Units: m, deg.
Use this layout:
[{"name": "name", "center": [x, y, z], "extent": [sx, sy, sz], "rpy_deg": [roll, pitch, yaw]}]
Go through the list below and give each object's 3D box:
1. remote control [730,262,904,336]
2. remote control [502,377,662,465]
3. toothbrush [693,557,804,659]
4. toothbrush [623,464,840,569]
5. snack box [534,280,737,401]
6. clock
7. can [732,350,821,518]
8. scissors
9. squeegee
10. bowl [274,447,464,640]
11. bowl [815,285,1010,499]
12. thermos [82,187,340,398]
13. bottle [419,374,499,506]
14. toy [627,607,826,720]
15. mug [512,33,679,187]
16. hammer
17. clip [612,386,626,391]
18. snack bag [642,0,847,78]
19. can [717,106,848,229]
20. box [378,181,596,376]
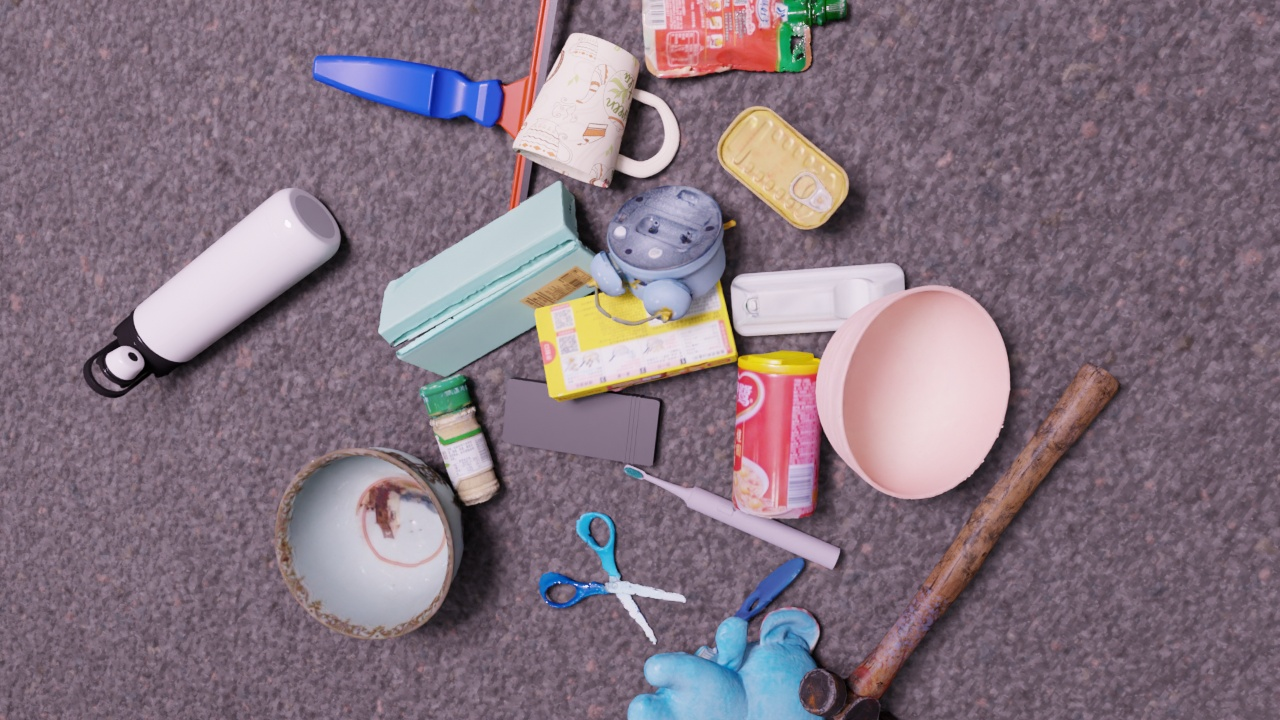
[{"name": "remote control", "center": [0.138, -0.047, 0.717], "extent": [0.133, 0.022, 0.050], "rpy_deg": [-3, 96, 13]}, {"name": "remote control", "center": [-0.050, 0.051, 0.776], "extent": [0.133, 0.013, 0.058], "rpy_deg": [9, 99, 12]}, {"name": "toothbrush", "center": [0.089, 0.210, 0.763], "extent": [0.016, 0.021, 0.132], "rpy_deg": [32, 106, -29]}, {"name": "toothbrush", "center": [0.072, 0.125, 0.755], "extent": [0.188, 0.019, 0.018], "rpy_deg": [22, 103, 9]}, {"name": "snack box", "center": [-0.005, -0.020, 0.732], "extent": [0.152, 0.025, 0.075], "rpy_deg": [-13, 78, 6]}, {"name": "clock", "center": [0.014, -0.077, 0.700], "extent": [0.089, 0.052, 0.124], "rpy_deg": [25, 65, 28]}, {"name": "can", "center": [0.107, 0.057, 0.714], "extent": [0.067, 0.066, 0.124], "rpy_deg": [3, 98, 12]}, {"name": "scissors", "center": [-0.030, 0.198, 0.793], "extent": [0.117, 0.014, 0.130], "rpy_deg": [-36, 92, 11]}, {"name": "squeegee", "center": [-0.171, -0.220, 0.747], "extent": [0.185, 0.055, 0.250], "rpy_deg": [10, 108, -4]}, {"name": "bowl", "center": [-0.215, 0.144, 0.783], "extent": [0.160, 0.093, 0.160], "rpy_deg": [2, 97, 12]}, {"name": "bowl", "center": [0.188, 0.019, 0.676], "extent": [0.152, 0.076, 0.153], "rpy_deg": [-3, 98, -23]}, {"name": "thermos", "center": [-0.369, -0.055, 0.791], "extent": [0.230, 0.101, 0.068], "rpy_deg": [-32, 109, 15]}, {"name": "bottle", "center": [-0.153, 0.068, 0.788], "extent": [0.043, 0.042, 0.110], "rpy_deg": [-17, 94, 14]}, {"name": "toy", "center": [0.061, 0.270, 0.721], "extent": [0.180, 0.115, 0.183], "rpy_deg": [24, 87, -28]}, {"name": "mug", "center": [-0.026, -0.189, 0.719], "extent": [0.122, 0.081, 0.097], "rpy_deg": [21, 94, -12]}, {"name": "hammer", "center": [0.254, 0.147, 0.697], "extent": [0.120, 0.033, 0.330], "rpy_deg": [31, 97, -37]}, {"name": "clip", "center": [-0.005, 0.005, 0.759], "extent": [0.060, 0.044, 0.023], "rpy_deg": [-44, 89, -14]}, {"name": "snack bag", "center": [0.079, -0.262, 0.699], "extent": [0.155, 0.044, 0.087], "rpy_deg": [-3, 102, 9]}, {"name": "can", "center": [0.109, -0.143, 0.693], "extent": [0.100, 0.059, 0.054], "rpy_deg": [41, 103, 5]}, {"name": "box", "center": [-0.114, -0.053, 0.759], "extent": [0.189, 0.077, 0.091], "rpy_deg": [-28, 129, 16]}]
